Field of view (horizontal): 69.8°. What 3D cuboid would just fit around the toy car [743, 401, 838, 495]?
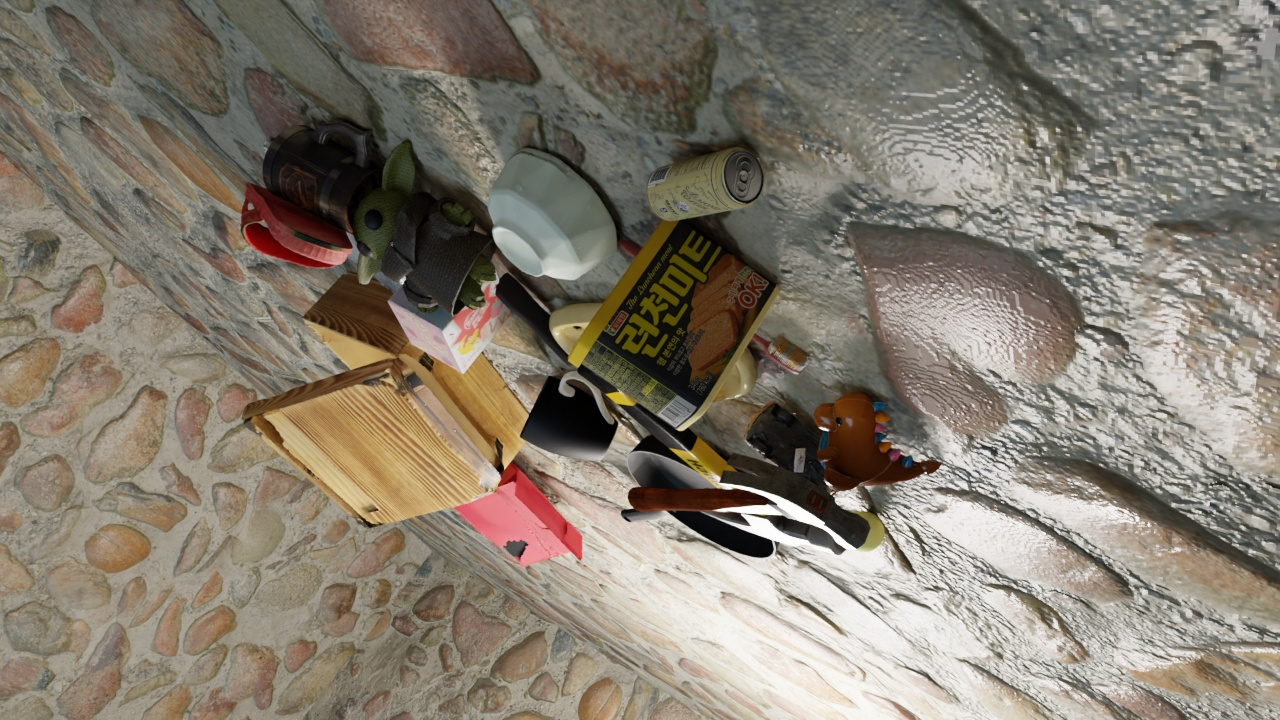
[{"bbox_3d":[0.138,0.080,0.835,0.112,0.047,0.047,39,177,-18],"label":"toy car"}]

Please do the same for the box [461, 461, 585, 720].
[{"bbox_3d":[-0.169,0.333,1.464,0.214,0.138,0.467,55,-175,-38],"label":"box"}]

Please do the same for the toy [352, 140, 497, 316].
[{"bbox_3d":[-0.211,-0.110,0.900,0.153,0.078,0.180,31,129,0],"label":"toy"}]

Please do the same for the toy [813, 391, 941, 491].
[{"bbox_3d":[0.192,0.064,0.744,0.103,0.070,0.090,4,134,15],"label":"toy"}]

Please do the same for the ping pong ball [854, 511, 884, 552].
[{"bbox_3d":[0.218,0.167,0.897,0.040,0.040,0.040,31,157,14],"label":"ping pong ball"}]

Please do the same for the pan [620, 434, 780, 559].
[{"bbox_3d":[0.050,0.174,1.147,0.204,0.044,0.356,40,157,-9],"label":"pan"}]

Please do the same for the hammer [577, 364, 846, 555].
[{"bbox_3d":[0.053,0.089,0.847,0.170,0.034,0.324,5,151,47],"label":"hammer"}]

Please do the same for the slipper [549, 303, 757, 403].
[{"bbox_3d":[-0.005,0.005,0.858,0.262,0.079,0.111,11,150,47],"label":"slipper"}]

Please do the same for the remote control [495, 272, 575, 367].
[{"bbox_3d":[-0.105,-0.039,0.961,0.009,0.046,0.124,-34,114,25],"label":"remote control"}]

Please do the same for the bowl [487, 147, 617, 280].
[{"bbox_3d":[-0.082,-0.109,0.755,0.117,0.061,0.118,34,158,16],"label":"bowl"}]

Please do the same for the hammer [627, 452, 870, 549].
[{"bbox_3d":[0.067,0.127,0.838,0.111,0.028,0.301,35,159,-19],"label":"hammer"}]

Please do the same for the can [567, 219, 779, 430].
[{"bbox_3d":[0.026,-0.028,0.677,0.101,0.130,0.073,35,158,-2],"label":"can"}]

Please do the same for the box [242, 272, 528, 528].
[{"bbox_3d":[-0.333,0.082,1.253,0.270,0.263,0.279,15,148,38],"label":"box"}]

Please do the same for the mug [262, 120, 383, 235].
[{"bbox_3d":[-0.312,-0.196,0.926,0.107,0.079,0.116,28,130,16],"label":"mug"}]

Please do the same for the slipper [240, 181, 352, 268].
[{"bbox_3d":[-0.363,-0.131,0.960,0.103,0.059,0.249,18,-170,-35],"label":"slipper"}]

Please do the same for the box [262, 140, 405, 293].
[{"bbox_3d":[-0.348,-0.161,1.098,0.190,0.037,0.209,33,158,29],"label":"box"}]

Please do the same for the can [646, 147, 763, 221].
[{"bbox_3d":[0.041,-0.115,0.603,0.038,0.038,0.080,48,155,-26],"label":"can"}]

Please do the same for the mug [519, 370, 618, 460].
[{"bbox_3d":[-0.075,0.065,1.090,0.100,0.084,0.119,26,129,-6],"label":"mug"}]

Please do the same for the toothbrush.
[{"bbox_3d":[0.057,-0.047,0.746,0.184,0.015,0.016,35,158,6],"label":"toothbrush"}]

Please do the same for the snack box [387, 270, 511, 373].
[{"bbox_3d":[-0.205,-0.057,1.002,0.079,0.092,0.095,28,156,20],"label":"snack box"}]
